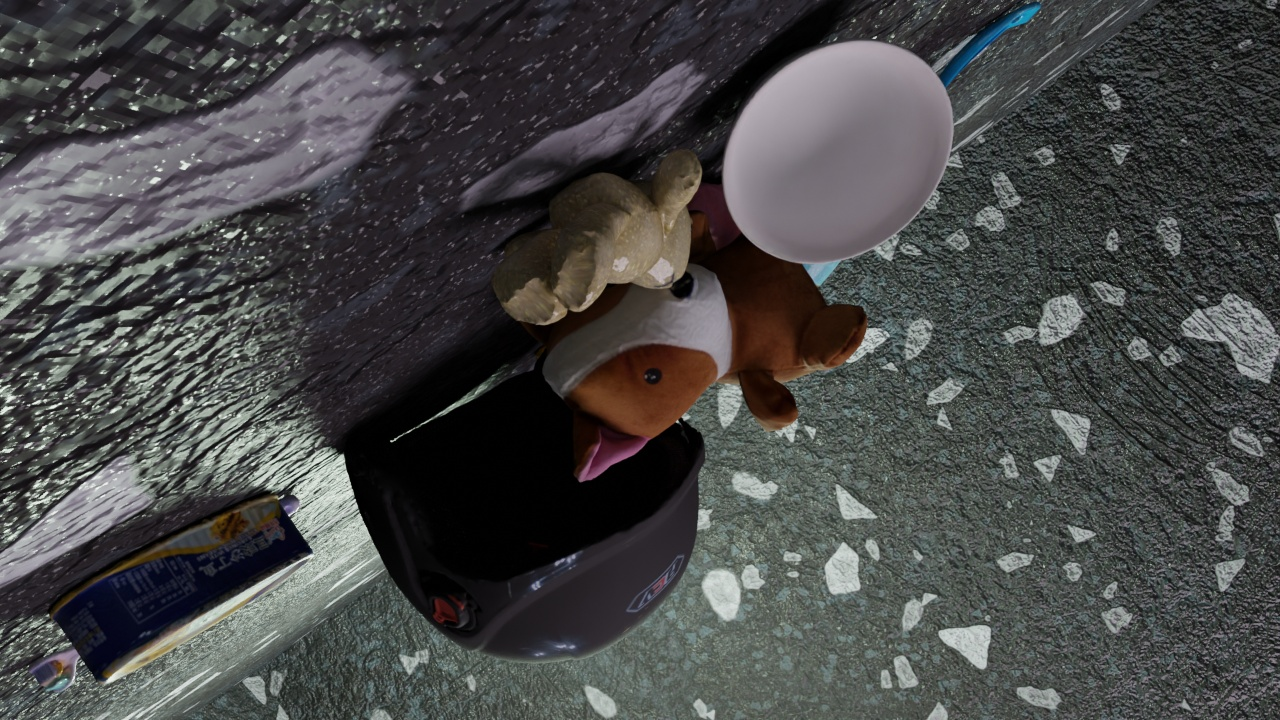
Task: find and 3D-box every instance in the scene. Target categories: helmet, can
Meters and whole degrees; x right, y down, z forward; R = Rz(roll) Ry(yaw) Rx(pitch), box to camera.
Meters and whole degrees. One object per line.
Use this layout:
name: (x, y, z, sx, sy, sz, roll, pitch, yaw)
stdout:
helmet: (-0.071, 0.109, 0.680, 0.232, 0.230, 0.275, -34, -145, -32)
can: (-0.264, 0.131, 0.545, 0.075, 0.049, 0.147, -38, 175, 27)

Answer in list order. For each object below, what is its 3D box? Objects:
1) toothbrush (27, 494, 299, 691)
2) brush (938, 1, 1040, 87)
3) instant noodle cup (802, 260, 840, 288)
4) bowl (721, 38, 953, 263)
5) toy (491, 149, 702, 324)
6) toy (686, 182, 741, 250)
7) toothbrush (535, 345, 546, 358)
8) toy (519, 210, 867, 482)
toothbrush: (-0.309, 0.149, 0.607, 0.189, 0.029, 0.021, -37, -143, -14)
brush: (0.258, -0.244, 0.786, 0.254, 0.046, 0.083, -39, 174, -19)
instant noodle cup: (0.165, -0.127, 0.938, 0.121, 0.111, 0.111, -47, 173, 21)
bowl: (0.092, -0.117, 0.478, 0.118, 0.118, 0.064, -37, -144, 15)
toy: (-0.014, -0.051, 0.411, 0.105, 0.066, 0.157, -32, -175, 23)
toy: (0.073, -0.093, 0.649, 0.179, 0.074, 0.194, -53, 159, 22)
toothbrush: (-0.086, 0.007, 0.880, 0.015, 0.016, 0.190, -35, 176, -7)
toy: (0.030, -0.019, 0.532, 0.199, 0.140, 0.131, -17, 158, -18)
